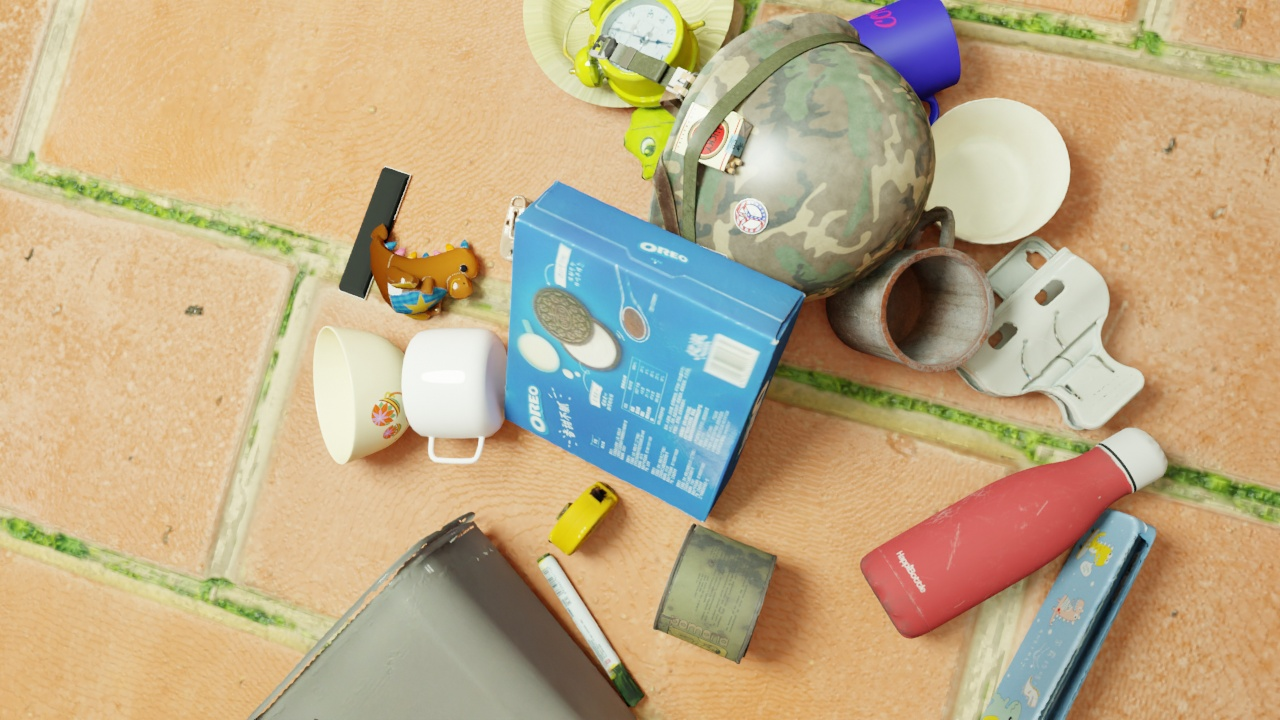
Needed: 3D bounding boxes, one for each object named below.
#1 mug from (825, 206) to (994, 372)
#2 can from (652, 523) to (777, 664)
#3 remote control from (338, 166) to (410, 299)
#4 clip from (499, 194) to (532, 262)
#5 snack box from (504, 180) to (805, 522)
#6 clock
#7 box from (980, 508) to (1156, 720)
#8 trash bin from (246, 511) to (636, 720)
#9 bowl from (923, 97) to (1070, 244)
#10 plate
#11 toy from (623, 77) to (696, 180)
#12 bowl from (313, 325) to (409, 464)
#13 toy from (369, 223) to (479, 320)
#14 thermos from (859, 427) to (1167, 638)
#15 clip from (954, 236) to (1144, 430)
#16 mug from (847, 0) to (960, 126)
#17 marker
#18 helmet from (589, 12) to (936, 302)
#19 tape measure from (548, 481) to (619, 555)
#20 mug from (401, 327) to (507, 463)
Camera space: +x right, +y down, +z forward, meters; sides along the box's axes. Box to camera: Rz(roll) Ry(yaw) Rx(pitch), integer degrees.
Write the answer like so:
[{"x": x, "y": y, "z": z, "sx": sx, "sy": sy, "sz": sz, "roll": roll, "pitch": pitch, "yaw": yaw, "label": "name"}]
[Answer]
[{"x": 0.207, "y": -0.058, "z": 0.705, "sx": 0.096, "sy": 0.110, "sz": 0.123, "roll": 16, "pitch": 94, "yaw": -18, "label": "mug"}, {"x": 0.061, "y": 0.185, "z": 0.730, "sx": 0.074, "sy": 0.090, "sz": 0.090, "roll": 20, "pitch": 89, "yaw": 10, "label": "can"}, {"x": -0.247, "y": -0.119, "z": 0.848, "sx": 0.028, "sy": 0.012, "sz": 0.124, "roll": 20, "pitch": 89, "yaw": 11, "label": "remote control"}, {"x": -0.109, "y": -0.118, "z": 0.816, "sx": 0.026, "sy": 0.049, "sz": 0.061, "roll": 14, "pitch": 60, "yaw": 10, "label": "clip"}, {"x": -0.004, "y": 0.004, "z": 0.695, "sx": 0.195, "sy": 0.239, "sz": 0.056, "roll": 26, "pitch": 52, "yaw": 11, "label": "snack box"}, {"x": -0.008, "y": -0.260, "z": 0.760, "sx": 0.119, "sy": 0.057, "sz": 0.083, "roll": 16, "pitch": 89, "yaw": 17, "label": "clock"}, {"x": 0.320, "y": 0.208, "z": 0.698, "sx": 0.052, "sy": 0.067, "sz": 0.210, "roll": 26, "pitch": 90, "yaw": 18, "label": "box"}, {"x": -0.136, "y": 0.270, "z": 0.715, "sx": 0.220, "sy": 0.197, "sz": 0.197, "roll": 44, "pitch": 93, "yaw": 4, "label": "trash bin"}, {"x": 0.275, "y": -0.143, "z": 0.736, "sx": 0.115, "sy": 0.062, "sz": 0.115, "roll": -1, "pitch": 85, "yaw": 9, "label": "bowl"}, {"x": -0.010, "y": -0.308, "z": 0.811, "sx": 0.184, "sy": 0.036, "sz": 0.184, "roll": -1, "pitch": 86, "yaw": 10, "label": "plate"}, {"x": 0.032, "y": -0.202, "z": 0.797, "sx": 0.093, "sy": 0.036, "sz": 0.094, "roll": 3, "pitch": 83, "yaw": 4, "label": "toy"}, {"x": -0.230, "y": 0.026, "z": 0.797, "sx": 0.073, "sy": 0.118, "sz": 0.118, "roll": -7, "pitch": 82, "yaw": -34, "label": "bowl"}, {"x": -0.196, "y": -0.090, "z": 0.823, "sx": 0.090, "sy": 0.071, "sz": 0.103, "roll": -22, "pitch": 67, "yaw": -9, "label": "toy"}, {"x": 0.288, "y": 0.126, "z": 0.705, "sx": 0.240, "sy": 0.073, "sz": 0.073, "roll": -32, "pitch": 81, "yaw": 5, "label": "thermos"}, {"x": 0.318, "y": -0.013, "z": 0.715, "sx": 0.125, "sy": 0.089, "sz": 0.150, "roll": -43, "pitch": 70, "yaw": 6, "label": "clip"}, {"x": 0.210, "y": -0.233, "z": 0.753, "sx": 0.083, "sy": 0.079, "sz": 0.111, "roll": -20, "pitch": 110, "yaw": 7, "label": "mug"}, {"x": -0.044, "y": 0.228, "z": 0.782, "sx": 0.017, "sy": 0.017, "sz": 0.146, "roll": -35, "pitch": 81, "yaw": 5, "label": "marker"}, {"x": 0.088, "y": -0.147, "z": 0.682, "sx": 0.225, "sy": 0.192, "sz": 0.236, "roll": -41, "pitch": 63, "yaw": 16, "label": "helmet"}, {"x": -0.052, "y": 0.134, "z": 0.770, "sx": 0.030, "sy": 0.059, "sz": 0.068, "roll": 39, "pitch": 93, "yaw": 10, "label": "tape measure"}, {"x": -0.154, "y": 0.030, "z": 0.777, "sx": 0.068, "sy": 0.094, "sz": 0.115, "roll": -1, "pitch": 77, "yaw": 8, "label": "mug"}]
